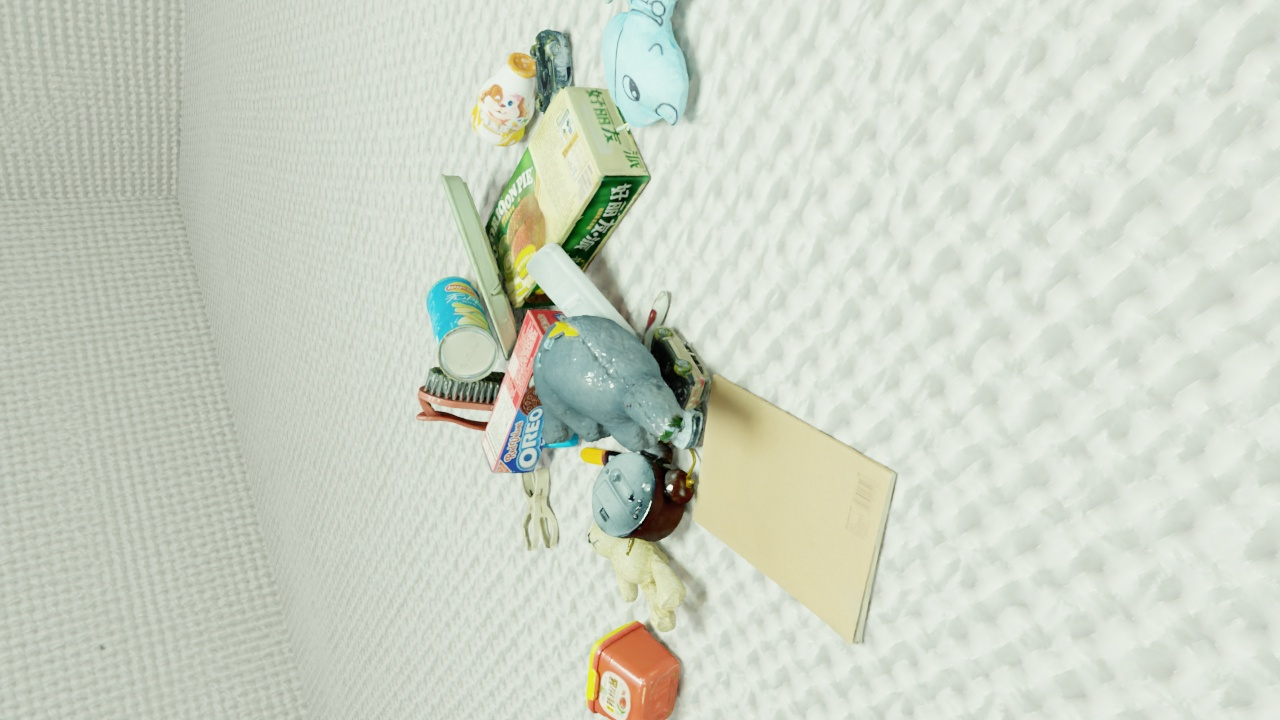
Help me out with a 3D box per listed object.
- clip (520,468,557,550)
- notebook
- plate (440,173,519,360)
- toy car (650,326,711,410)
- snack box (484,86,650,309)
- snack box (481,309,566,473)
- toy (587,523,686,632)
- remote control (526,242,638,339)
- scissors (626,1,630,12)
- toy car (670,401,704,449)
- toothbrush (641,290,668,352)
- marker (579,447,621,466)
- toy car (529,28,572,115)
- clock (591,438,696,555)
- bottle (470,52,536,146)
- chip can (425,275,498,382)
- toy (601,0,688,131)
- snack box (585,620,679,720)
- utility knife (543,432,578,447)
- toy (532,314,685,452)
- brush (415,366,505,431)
[{"bbox_3d":[-0.126,0.184,1.134,0.070,0.034,0.099,-23,70,57],"label":"clip"},{"bbox_3d":[0.118,0.116,0.767,0.211,0.012,0.150,31,121,50],"label":"notebook"},{"bbox_3d":[-0.185,-0.110,1.077,0.230,0.027,0.230,160,91,-81],"label":"plate"},{"bbox_3d":[0.033,0.005,0.846,0.090,0.035,0.042,59,141,45],"label":"toy car"},{"bbox_3d":[-0.085,-0.162,0.959,0.241,0.063,0.114,-48,58,50],"label":"snack box"},{"bbox_3d":[-0.127,0.040,1.055,0.058,0.057,0.208,58,135,42],"label":"snack box"},{"bbox_3d":[-0.003,0.207,0.919,0.157,0.066,0.105,44,127,51],"label":"toy"},{"bbox_3d":[-0.059,-0.059,0.929,0.136,0.020,0.056,49,144,-6],"label":"remote control"},{"bbox_3d":[0.000,-0.340,0.837,0.126,0.012,0.173,-13,88,57],"label":"scissors"},{"bbox_3d":[0.023,0.042,0.874,0.105,0.031,0.049,44,131,44],"label":"toy car"},{"bbox_3d":[-0.005,0.005,0.920,0.016,0.017,0.188,53,138,35],"label":"toothbrush"},{"bbox_3d":[-0.026,0.106,0.978,0.124,0.015,0.018,1,100,54],"label":"marker"},{"bbox_3d":[-0.091,-0.299,0.962,0.043,0.034,0.090,10,107,53],"label":"toy car"},{"bbox_3d":[0.007,0.124,0.882,0.122,0.055,0.082,-50,45,15],"label":"clock"},{"bbox_3d":[-0.147,-0.291,1.022,0.109,0.063,0.063,-50,56,49],"label":"bottle"},{"bbox_3d":[-0.222,-0.043,1.130,0.210,0.071,0.071,-128,40,-64],"label":"chip can"},{"bbox_3d":[0.001,-0.282,0.812,0.161,0.049,0.157,54,139,30],"label":"toy"},{"bbox_3d":[-0.005,0.330,0.948,0.080,0.081,0.091,24,119,37],"label":"snack box"},{"bbox_3d":[-0.119,0.092,1.111,0.161,0.018,0.034,-14,86,58],"label":"utility knife"},{"bbox_3d":[-0.045,0.024,0.872,0.357,0.091,0.138,-7,98,68],"label":"toy"},{"bbox_3d":[-0.200,0.049,1.107,0.063,0.145,0.069,31,109,50],"label":"brush"}]
